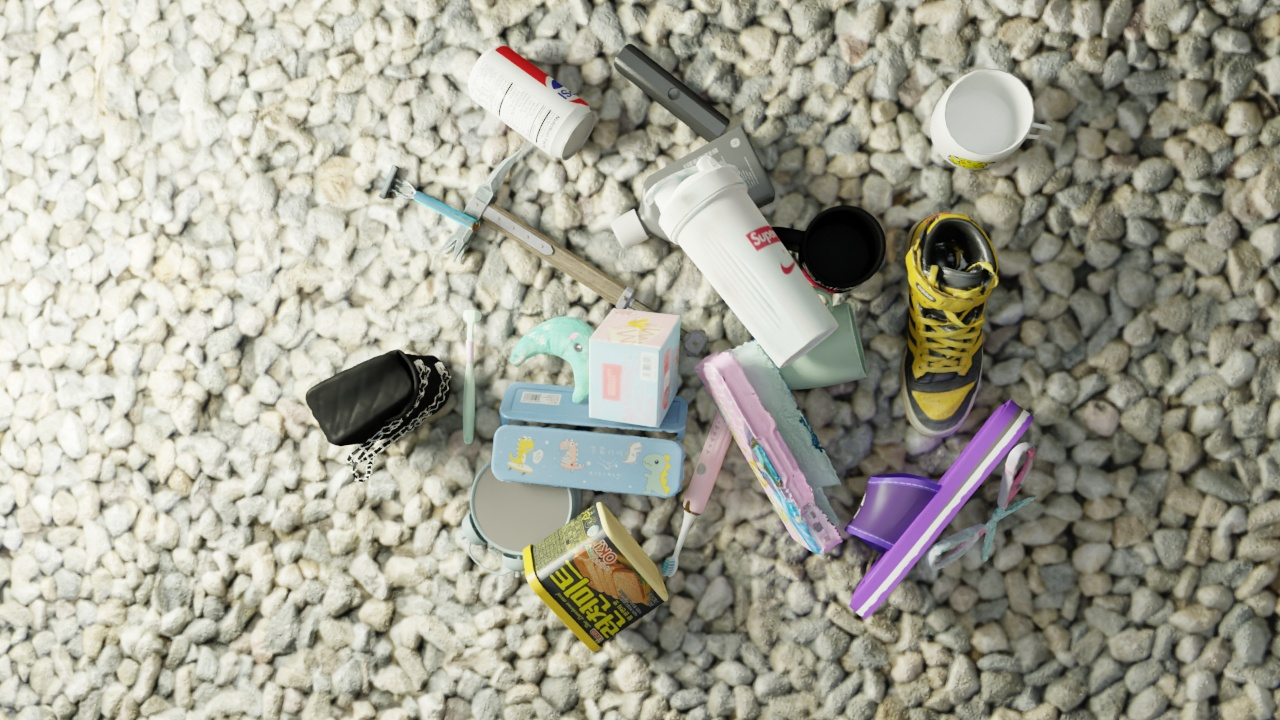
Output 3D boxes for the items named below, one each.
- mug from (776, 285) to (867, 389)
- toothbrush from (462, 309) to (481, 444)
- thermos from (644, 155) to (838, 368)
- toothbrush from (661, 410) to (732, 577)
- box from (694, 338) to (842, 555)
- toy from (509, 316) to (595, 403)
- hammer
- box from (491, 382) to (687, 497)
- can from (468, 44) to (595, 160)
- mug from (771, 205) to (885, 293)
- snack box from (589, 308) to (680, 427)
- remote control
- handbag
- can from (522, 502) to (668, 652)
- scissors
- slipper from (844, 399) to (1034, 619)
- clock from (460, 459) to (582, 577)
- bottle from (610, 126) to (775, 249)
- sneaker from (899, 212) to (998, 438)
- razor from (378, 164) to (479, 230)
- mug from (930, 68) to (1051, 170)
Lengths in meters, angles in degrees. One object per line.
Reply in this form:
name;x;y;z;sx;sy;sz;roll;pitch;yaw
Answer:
mug;0.174;-0.024;0.966;0.104;0.084;0.111;-13;111;17
toothbrush;-0.196;0.019;1.056;0.022;0.015;0.155;2;92;9
thermos;0.104;-0.101;0.918;0.099;0.099;0.220;-37;79;7
toothbrush;0.068;0.137;1.015;0.027;0.026;0.222;24;95;48
box;0.146;0.086;0.961;0.071;0.085;0.230;-32;97;-8
toy;-0.084;-0.008;1.022;0.105;0.033;0.085;31;76;17
hammer;-0.059;-0.101;1.029;0.317;0.028;0.147;33;96;6
box;-0.054;0.081;0.995;0.209;0.043;0.124;5;61;5
can;-0.120;-0.284;1.013;0.132;0.070;0.070;37;95;6
mug;0.190;-0.118;0.959;0.118;0.098;0.082;15;93;7
snack box;-0.006;0.006;0.974;0.079;0.094;0.093;8;116;13
remote control;0.035;-0.297;1.019;0.147;0.015;0.033;39;96;5
handbag;-0.267;0.052;0.998;0.125;0.153;0.114;-31;83;2
can;-0.047;0.232;0.990;0.101;0.072;0.131;-35;116;4
scissors;0.350;0.157;0.927;0.176;0.171;0.013;-27;47;-23
slipper;0.283;0.135;0.950;0.084;0.107;0.266;40;95;15
clock;-0.136;0.168;1.035;0.122;0.045;0.159;33;93;6
bottle;0.051;-0.175;1.003;0.174;0.046;0.083;-26;87;7
sneaker;0.312;-0.037;0.932;0.086;0.122;0.238;-2;90;9
razor;-0.238;-0.179;1.045;0.144;0.022;0.042;28;96;23
mug;0.362;-0.246;0.949;0.115;0.068;0.094;13;93;7
